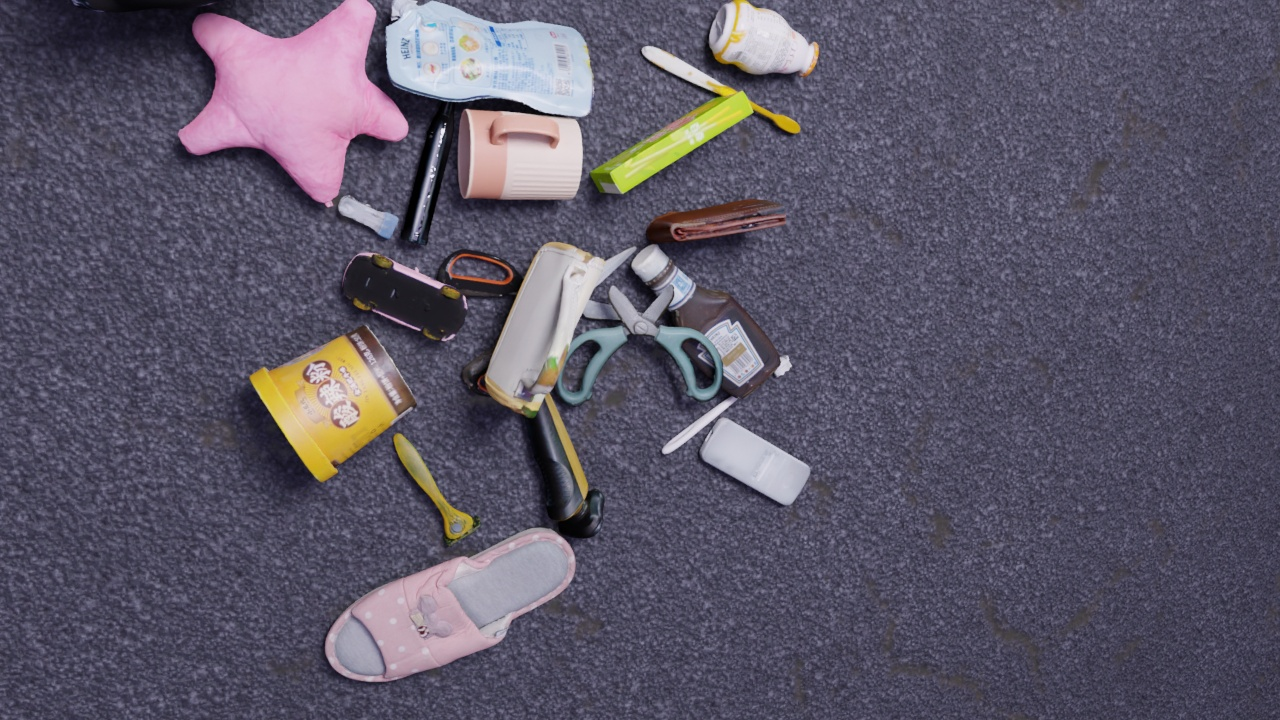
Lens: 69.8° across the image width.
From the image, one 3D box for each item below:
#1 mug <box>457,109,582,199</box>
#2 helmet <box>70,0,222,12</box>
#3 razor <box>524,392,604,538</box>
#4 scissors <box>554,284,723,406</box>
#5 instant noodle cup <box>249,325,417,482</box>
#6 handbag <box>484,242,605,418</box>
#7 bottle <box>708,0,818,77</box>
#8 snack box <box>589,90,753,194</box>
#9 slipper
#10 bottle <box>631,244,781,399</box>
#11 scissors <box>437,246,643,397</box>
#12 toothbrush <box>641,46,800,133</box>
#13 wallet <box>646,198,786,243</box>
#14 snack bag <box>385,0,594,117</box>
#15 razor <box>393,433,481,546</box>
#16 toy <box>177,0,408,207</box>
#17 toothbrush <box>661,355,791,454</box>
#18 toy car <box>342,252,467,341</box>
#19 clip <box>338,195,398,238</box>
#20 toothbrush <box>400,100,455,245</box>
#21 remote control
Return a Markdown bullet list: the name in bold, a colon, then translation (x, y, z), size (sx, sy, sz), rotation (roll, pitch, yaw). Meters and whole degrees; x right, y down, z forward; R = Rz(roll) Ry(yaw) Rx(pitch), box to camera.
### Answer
- **mug**: translation (-0.111, -0.198, 0.862), size (0.105, 0.115, 0.081), rotation (-1, 78, -19)
- **helmet**: translation (-0.355, -0.380, 0.674), size (0.229, 0.234, 0.274), rotation (-1, 61, -32)
- **razor**: translation (-0.084, 0.108, 0.975), size (0.067, 0.062, 0.167), rotation (-29, 105, -41)
- **scissors**: translation (-0.005, 0.006, 0.963), size (0.170, 0.019, 0.171), rotation (-38, 114, 11)
- **instant noodle cup**: translation (-0.283, 0.035, 0.863), size (0.114, 0.118, 0.118), rotation (-33, 109, -16)
- **handbag**: translation (-0.089, -0.031, 0.849), size (0.063, 0.179, 0.163), rotation (24, 90, -14)
- **bottle**: translation (0.126, -0.322, 0.932), size (0.108, 0.063, 0.063), rotation (13, 98, -19)
- **snack box**: translation (0.029, -0.216, 0.915), size (0.156, 0.086, 0.026), rotation (-33, 108, -7)
- **slipper**: translation (-0.195, 0.262, 0.968), size (0.274, 0.054, 0.114), rotation (-22, 108, -12)
- **bottle**: translation (0.066, -0.044, 0.980), size (0.080, 0.044, 0.195), rotation (-42, 112, 7)
- **scissors**: translation (-0.105, -0.055, 0.943), size (0.228, 0.022, 0.221), rotation (35, 91, -20)
- **toothbrush**: translation (0.085, -0.280, 0.956), size (0.191, 0.018, 0.016), rotation (22, 93, -18)
- **wallet**: translation (0.075, -0.141, 0.937), size (0.124, 0.101, 0.032), rotation (-13, 103, -14)
- **snack bag**: translation (-0.139, -0.280, 0.848), size (0.190, 0.039, 0.110), rotation (0, 73, -26)
- **razor**: translation (-0.216, 0.131, 0.950), size (0.043, 0.028, 0.132), rotation (-31, 107, -5)
- **toy**: translation (-0.311, -0.223, 0.817), size (0.194, 0.074, 0.179), rotation (-13, 108, -10)
- **toothbrush**: translation (0.097, 0.052, 1.032), size (0.180, 0.016, 0.016), rotation (-36, 115, -7)
- **toy car**: translation (-0.228, -0.063, 0.893), size (0.122, 0.037, 0.056), rotation (25, 103, -14)
- **clip**: translation (-0.261, -0.139, 0.879), size (0.058, 0.036, 0.026), rotation (28, 95, -20)
- **toothbrush**: translation (-0.193, -0.216, 0.879), size (0.027, 0.026, 0.212), rotation (12, 96, -31)
- **remote control**: translation (0.132, 0.117, 1.054), size (0.136, 0.020, 0.056), rotation (30, 91, -20)
